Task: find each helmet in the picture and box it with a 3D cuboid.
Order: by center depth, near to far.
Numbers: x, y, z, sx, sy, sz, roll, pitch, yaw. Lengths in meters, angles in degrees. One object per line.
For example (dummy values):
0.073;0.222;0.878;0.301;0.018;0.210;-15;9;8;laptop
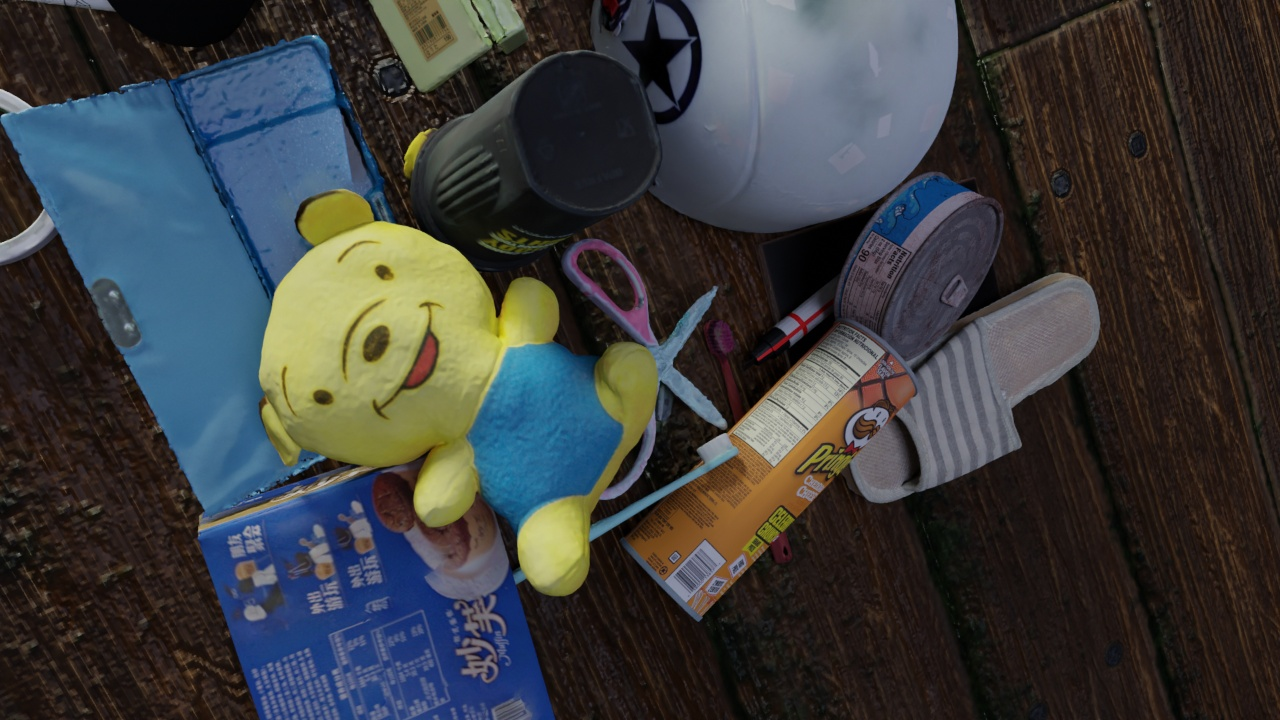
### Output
0.103;-0.220;0.587;0.236;0.164;0.264;-6;94;-24;helmet

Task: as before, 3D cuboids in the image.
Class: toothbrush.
-0.016;0.100;0.596;0.181;0.016;0.016;-32;83;5;toothbrush
0.081;0.060;0.668;0.016;0.016;0.190;-21;100;-22;toothbrush

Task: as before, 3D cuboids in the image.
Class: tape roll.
-0.349;-0.096;0.478;0.093;0.018;0.094;-1;93;-23;tape roll

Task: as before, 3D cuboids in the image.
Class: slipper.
0.269;0.018;0.722;0.272;0.054;0.114;-33;108;-17;slipper

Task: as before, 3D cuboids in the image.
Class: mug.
-0.221;-0.225;0.484;0.113;0.088;0.078;-35;105;-34;mug

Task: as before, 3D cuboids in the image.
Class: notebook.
0.195;-0.049;0.717;0.208;0.008;0.141;-19;100;-21;notebook

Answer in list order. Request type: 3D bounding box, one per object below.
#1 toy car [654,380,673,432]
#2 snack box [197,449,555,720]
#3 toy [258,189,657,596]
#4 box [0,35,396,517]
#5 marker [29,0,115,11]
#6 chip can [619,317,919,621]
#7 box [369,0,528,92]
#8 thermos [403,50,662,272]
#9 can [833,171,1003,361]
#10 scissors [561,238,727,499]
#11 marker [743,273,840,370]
-0.020;0.025;0.613;0.091;0.036;0.042;5;89;-24;toy car
-0.151;0.164;0.546;0.154;0.069;0.203;-18;99;-21;snack box
-0.102;0.016;0.493;0.214;0.084;0.148;26;78;-2;toy
-0.215;-0.052;0.523;0.176;0.048;0.231;-26;102;-28;box
-0.338;-0.199;0.476;0.133;0.020;0.017;0;83;-23;marker
0.088;0.072;0.623;0.215;0.075;0.075;-45;108;-6;chip can
-0.133;-0.263;0.534;0.090;0.077;0.188;-32;103;-18;box
-0.064;-0.100;0.489;0.098;0.221;0.098;-1;92;-22;thermos
0.197;-0.064;0.648;0.129;0.044;0.130;-30;142;-28;can
-0.004;0.004;0.596;0.170;0.013;0.172;45;66;-27;scissors
0.128;-0.037;0.672;0.145;0.019;0.019;-38;106;-17;marker
